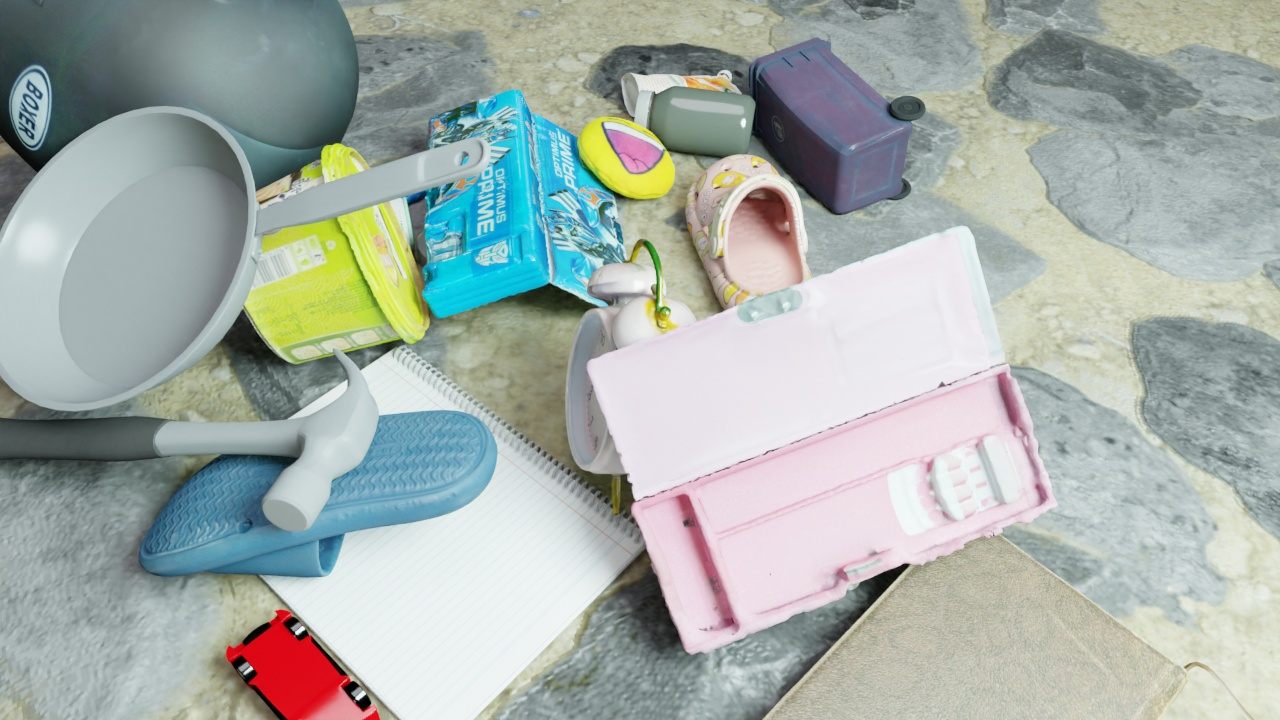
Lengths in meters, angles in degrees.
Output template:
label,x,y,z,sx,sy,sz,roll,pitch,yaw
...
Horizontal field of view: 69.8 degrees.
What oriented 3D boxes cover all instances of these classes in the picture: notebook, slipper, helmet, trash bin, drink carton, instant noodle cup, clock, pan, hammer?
label,x,y,z,sx,sy,sz,roll,pitch,yaw
notebook,-0.141,0.095,0.572,0.246,0.013,0.177,33,54,26
slipper,-0.186,0.079,0.541,0.214,0.059,0.103,-13,38,3
helmet,-0.348,-0.240,0.734,0.235,0.250,0.315,25,37,-20
trash bin,0.174,-0.218,0.843,0.092,0.094,0.160,-23,52,-12
drink carton,0.047,-0.273,0.933,0.122,0.039,0.069,-8,47,-19
slipper,0.089,-0.112,0.742,0.093,0.082,0.197,-3,48,-5
instant noodle cup,-0.219,-0.067,0.641,0.098,0.146,0.146,-21,49,-2
notebook,0.189,0.196,0.477,0.214,0.035,0.190,-33,56,-30
clock,-0.003,0.003,0.565,0.058,0.158,0.116,2,29,-19
pan,-0.244,-0.076,0.548,0.357,0.051,0.200,-9,70,14
hammer,-0.300,0.044,0.552,0.311,0.029,0.124,-2,38,17

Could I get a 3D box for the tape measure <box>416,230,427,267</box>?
label,x,y,z,sx,sy,sz,roll,pitch,yaw
tape measure,-0.149,-0.089,0.748,0.064,0.017,0.065,-5,46,-9

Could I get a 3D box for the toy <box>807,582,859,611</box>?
label,x,y,z,sx,sy,sz,roll,pitch,yaw
toy,0.109,0.101,0.557,0.065,0.050,0.102,29,80,-8

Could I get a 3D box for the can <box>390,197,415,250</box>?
label,x,y,z,sx,sy,sz,roll,pitch,yaw
can,-0.234,-0.102,0.730,0.101,0.053,0.053,-10,47,-13

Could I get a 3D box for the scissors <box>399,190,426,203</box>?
label,x,y,z,sx,sy,sz,roll,pitch,yaw
scissors,-0.156,-0.164,0.824,0.127,0.015,0.125,38,56,25

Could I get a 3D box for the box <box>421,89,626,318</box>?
label,x,y,z,sx,sy,sz,roll,pitch,yaw
box,-0.090,-0.134,0.742,0.170,0.071,0.243,2,44,-14

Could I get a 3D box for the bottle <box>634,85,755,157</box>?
label,x,y,z,sx,sy,sz,roll,pitch,yaw
bottle,0.051,-0.226,0.864,0.108,0.060,0.060,9,46,5

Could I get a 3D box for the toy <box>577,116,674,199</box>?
label,x,y,z,sx,sy,sz,roll,pitch,yaw
toy,-0.012,-0.180,0.819,0.095,0.041,0.094,18,43,-22

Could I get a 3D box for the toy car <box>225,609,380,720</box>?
label,x,y,z,sx,sy,sz,roll,pitch,yaw
toy car,-0.178,0.173,0.485,0.089,0.025,0.038,33,53,27

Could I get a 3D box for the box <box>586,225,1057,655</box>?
label,x,y,z,sx,sy,sz,roll,pitch,yaw
box,0.103,0.043,0.517,0.232,0.039,0.179,-18,93,-6
